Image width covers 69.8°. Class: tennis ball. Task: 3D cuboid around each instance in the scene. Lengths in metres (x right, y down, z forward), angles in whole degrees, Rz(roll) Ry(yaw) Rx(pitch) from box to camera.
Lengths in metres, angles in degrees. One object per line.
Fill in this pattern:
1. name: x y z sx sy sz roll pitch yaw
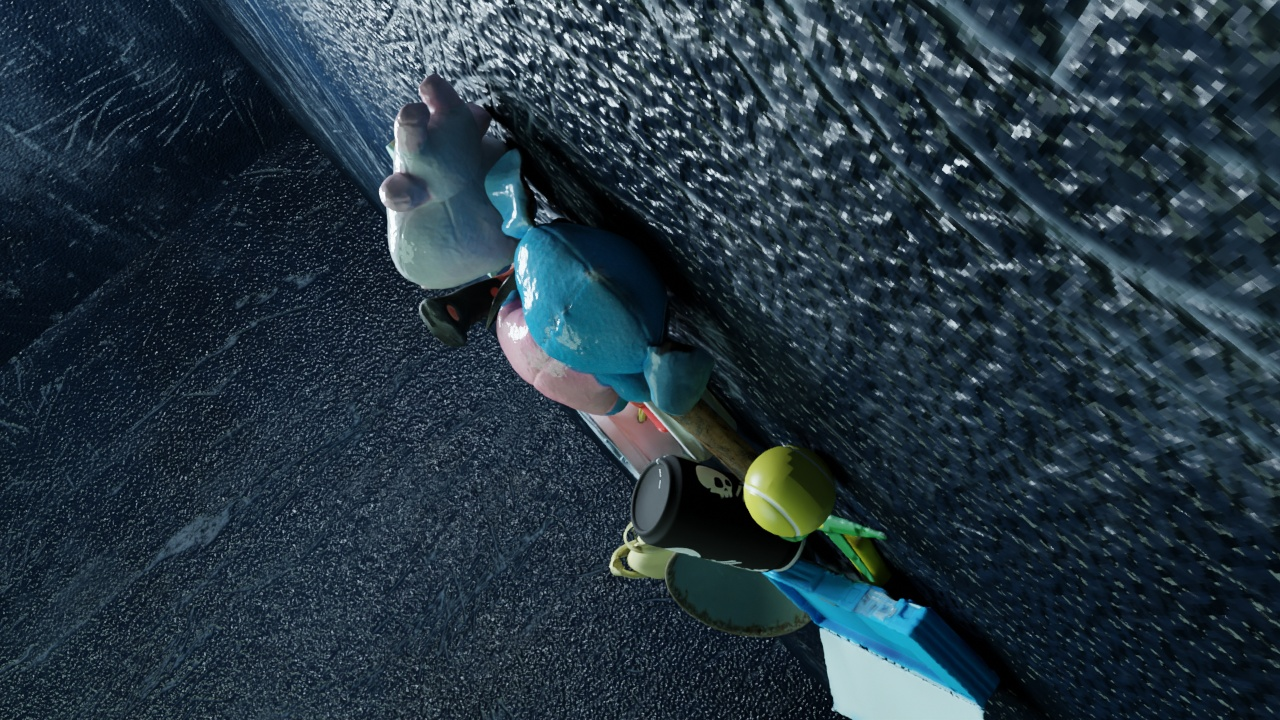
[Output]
1. tennis ball: 0.107 0.093 0.658 0.065 0.065 0.065 46 172 9

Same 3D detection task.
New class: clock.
1. clock: -0.015 0.067 0.955 0.117 0.058 0.158 53 172 -29

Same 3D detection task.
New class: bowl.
1. bowl: 0.113 0.204 0.966 0.160 0.160 0.093 51 -146 -24

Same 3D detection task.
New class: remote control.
1. remote control: 0.028 0.027 0.799 0.133 0.050 0.022 48 173 -8

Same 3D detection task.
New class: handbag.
1. handbag: 0.058 0.227 1.180 0.088 0.190 0.233 63 164 19

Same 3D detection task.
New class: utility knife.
1. utility knife: 0.211 0.198 0.772 0.174 0.020 0.029 54 167 -31

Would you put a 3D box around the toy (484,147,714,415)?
1. toy: -0.051 -0.037 0.669 0.224 0.098 0.192 47 153 3

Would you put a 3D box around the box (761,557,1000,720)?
1. box: 0.209 0.252 0.780 0.175 0.059 0.244 62 163 -8

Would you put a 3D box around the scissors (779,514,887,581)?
1. scissors: 0.139 0.117 0.717 0.127 0.011 0.123 4 120 51

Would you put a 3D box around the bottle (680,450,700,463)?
1. bottle: 0.028 0.099 1.069 0.110 0.043 0.043 26 -171 -45

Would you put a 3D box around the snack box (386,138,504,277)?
1. snack box: -0.224 -0.185 1.107 0.141 0.044 0.194 45 171 5

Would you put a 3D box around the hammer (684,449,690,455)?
1. hammer: -0.040 -0.009 1.055 0.311 0.029 0.125 41 170 41

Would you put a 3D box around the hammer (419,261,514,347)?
1. hammer: -0.141 -0.067 0.887 0.133 0.033 0.332 53 -167 -7

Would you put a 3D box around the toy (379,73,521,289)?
1. toy: -0.145 -0.133 0.705 0.101 0.138 0.180 22 151 21

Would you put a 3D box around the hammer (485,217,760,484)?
1. hammer: 0.019 0.032 0.772 0.330 0.120 0.033 42 -148 -5

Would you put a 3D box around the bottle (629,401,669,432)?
1. bottle: -0.005 0.005 0.841 0.134 0.049 0.071 47 -155 -3

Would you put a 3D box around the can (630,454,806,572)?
1. can: 0.070 0.139 0.822 0.146 0.080 0.080 19 -176 -24
